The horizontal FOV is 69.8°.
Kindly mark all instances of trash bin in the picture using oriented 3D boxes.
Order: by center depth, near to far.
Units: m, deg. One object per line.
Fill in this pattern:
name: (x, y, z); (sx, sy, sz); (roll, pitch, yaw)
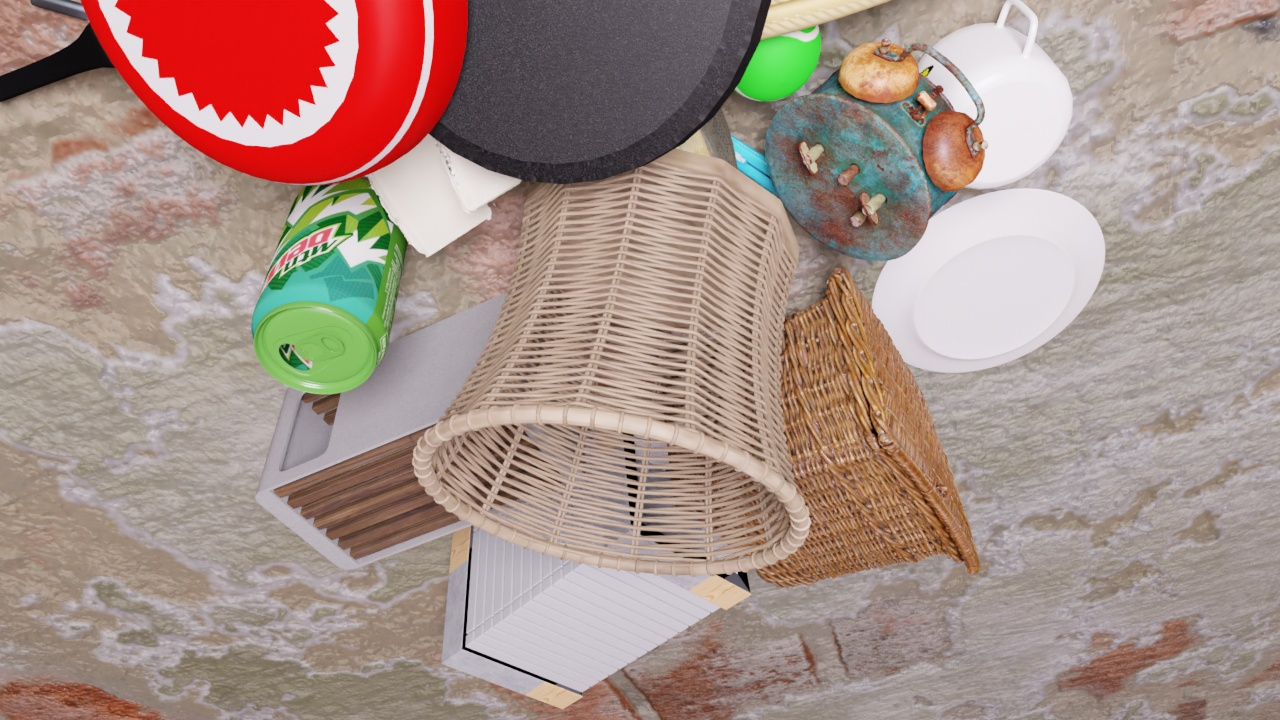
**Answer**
trash bin: (-0.171, 0.059, 0.740); (0.229, 0.114, 0.114); (-22, 131, 14)
trash bin: (-0.048, 0.187, 0.850); (0.142, 0.142, 0.248); (33, 121, -31)

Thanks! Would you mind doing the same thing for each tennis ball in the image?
tennis ball: (0.078, -0.194, 0.567); (0.065, 0.065, 0.065); (-3, 132, -3)

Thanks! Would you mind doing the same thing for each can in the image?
can: (-0.204, -0.053, 0.614); (0.083, 0.143, 0.083); (-3, 132, -3)

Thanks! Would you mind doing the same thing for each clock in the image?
clock: (0.147, -0.131, 0.574); (0.121, 0.073, 0.158); (47, 154, 1)

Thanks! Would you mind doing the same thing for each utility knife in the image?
utility knife: (0.087, -0.135, 0.657); (0.117, 0.015, 0.022); (26, 126, -23)

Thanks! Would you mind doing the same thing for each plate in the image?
plate: (0.285, -0.054, 0.749); (0.188, 0.016, 0.189); (-3, 132, -3)

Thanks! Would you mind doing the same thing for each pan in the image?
pan: (-0.104, -0.177, 0.481); (0.357, 0.034, 0.225); (-20, 110, 22)
pan: (-0.254, -0.178, 0.485); (0.357, 0.067, 0.209); (-8, 118, 24)

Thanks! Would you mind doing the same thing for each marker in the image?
marker: (-0.289, -0.199, 0.563); (0.152, 0.011, 0.011); (12, 130, -16)

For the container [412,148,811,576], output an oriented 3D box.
container: (-0.004, 0.003, 0.572); (0.227, 0.195, 0.227); (8, 150, 4)

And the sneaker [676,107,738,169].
sneaker: (-0.024, -0.180, 0.566); (0.102, 0.088, 0.241); (-14, 134, 24)

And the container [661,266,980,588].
container: (0.143, 0.082, 0.752); (0.183, 0.162, 0.250); (-23, 139, 21)

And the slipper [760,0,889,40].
slipper: (0.106, -0.252, 0.510); (0.261, 0.079, 0.111); (-14, 129, -8)

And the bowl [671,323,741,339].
bowl: (0.051, -0.051, 0.711); (0.110, 0.040, 0.110); (-3, 132, -3)

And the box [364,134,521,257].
box: (-0.143, -0.165, 0.552); (0.146, 0.065, 0.186); (-30, 100, 19)

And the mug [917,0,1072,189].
mug: (0.229, -0.174, 0.598); (0.094, 0.068, 0.116); (1, 132, -7)
